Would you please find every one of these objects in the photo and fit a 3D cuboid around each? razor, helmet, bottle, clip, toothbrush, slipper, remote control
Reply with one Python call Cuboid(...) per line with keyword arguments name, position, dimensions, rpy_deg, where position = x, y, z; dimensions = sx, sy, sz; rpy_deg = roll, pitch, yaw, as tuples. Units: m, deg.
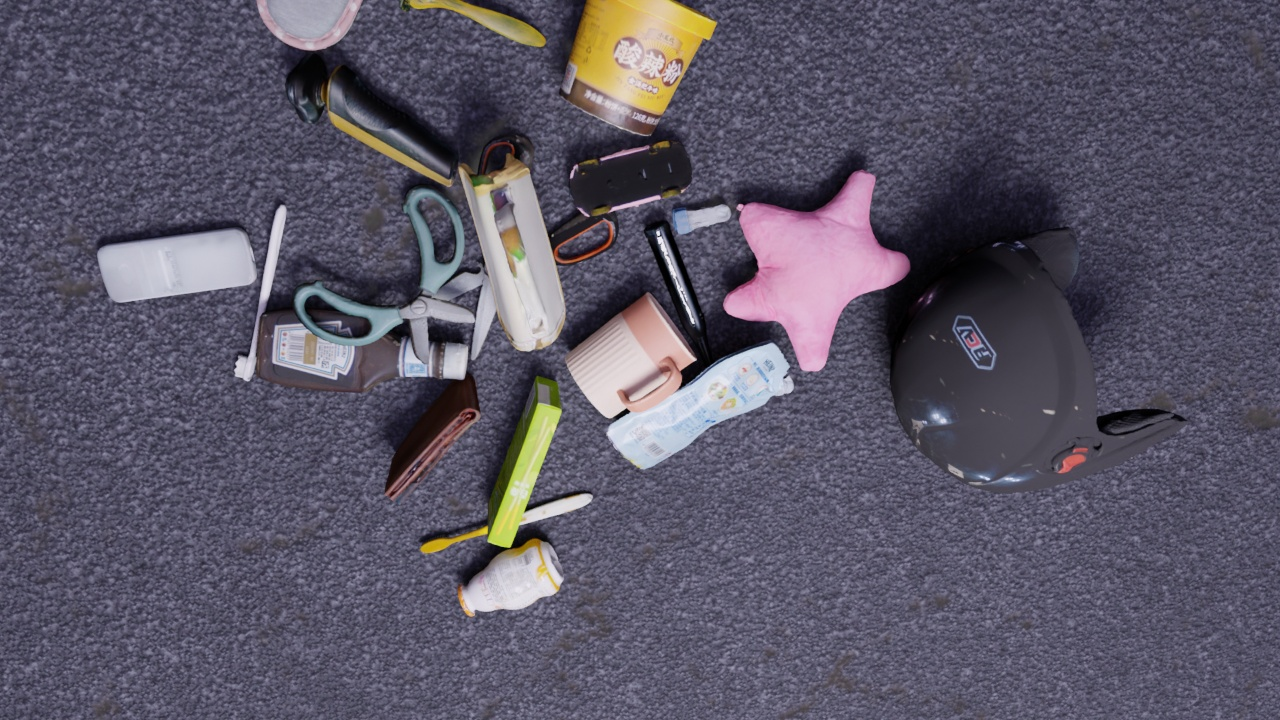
Cuboid(name="razor", position=(-0.148, -0.313, 0.829), dimensions=(0.132, 0.028, 0.043), rpy_deg=(19, 100, -14))
Cuboid(name="helmet", position=(0.351, 0.009, 0.872), dimensions=(0.231, 0.233, 0.274), rpy_deg=(-28, 150, 18))
Cuboid(name="bottle", position=(-0.268, -0.007, 0.893), dimensions=(0.195, 0.044, 0.080), rpy_deg=(5, 96, -7))
Cuboid(name="clip", position=(0.061, -0.142, 0.910), dimensions=(0.058, 0.036, 0.026), rpy_deg=(-10, 106, -4))
Cuboid(name="bottle", position=(-0.139, 0.235, 0.979), dimensions=(0.108, 0.063, 0.063), rpy_deg=(-24, 108, 0))
Cuboid(name="toothbrush", position=(-0.143, 0.173, 0.986), dimensions=(0.191, 0.018, 0.016), rpy_deg=(-17, 110, -4))
Cuboid(name="toothbrush", position=(0.054, -0.042, 0.937), dimensions=(0.027, 0.026, 0.213), rpy_deg=(-19, 112, 12))
Cuboid(name="toothbrush", position=(-0.366, -0.064, 0.884), dimensions=(0.016, 0.016, 0.180), rpy_deg=(17, 105, -6))
Cuboid(name="slipper", position=(-0.242, -0.393, 0.776), dimensions=(0.114, 0.054, 0.275), rpy_deg=(30, 102, -14))
Cuboid(name="remote control", position=(-0.435, -0.090, 0.864), dimensions=(0.136, 0.020, 0.056), rpy_deg=(-9, 109, -5))
Cuboid(name="razor", position=(-0.241, -0.213, 0.839), dimensions=(0.167, 0.062, 0.068), rpy_deg=(30, 131, -20))

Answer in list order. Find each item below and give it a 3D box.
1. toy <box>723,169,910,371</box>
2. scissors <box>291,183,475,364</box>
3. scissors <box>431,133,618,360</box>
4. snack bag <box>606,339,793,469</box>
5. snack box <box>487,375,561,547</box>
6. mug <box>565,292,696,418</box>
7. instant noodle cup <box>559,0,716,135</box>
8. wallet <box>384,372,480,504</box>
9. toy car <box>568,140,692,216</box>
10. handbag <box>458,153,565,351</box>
Cuboid(name="toy", position=(0.170, -0.104, 0.908), dimensions=(0.178, 0.074, 0.195), rpy_deg=(39, 96, -14))
Cuboid(name="scissors", position=(-0.237, -0.086, 0.866), dimensions=(0.171, 0.019, 0.170), rpy_deg=(8, 90, -6))
Cuboid(name="scissors", position=(-0.124, -0.108, 0.896), dimensions=(0.228, 0.021, 0.221), rpy_deg=(-4, 107, -6))
Cuboid(name="snack bag", position=(0.065, 0.046, 0.933), dimensions=(0.191, 0.038, 0.110), rpy_deg=(-31, 137, 12))
Cuboid(name="snack box", position=(-0.119, 0.101, 0.929), dimensions=(0.026, 0.085, 0.156), rpy_deg=(19, 103, -13))
Cuboid(name="mug", position=(-0.005, 0.005, 0.900), dimensions=(0.106, 0.114, 0.081), rpy_deg=(-36, 132, 7))
Cuboid(name="instant noodle cup", position=(-0.010, -0.272, 0.815), dimensions=(0.118, 0.118, 0.115), rpy_deg=(21, 111, -13))
Cuboid(name="wallet", position=(-0.202, 0.076, 0.902), dimensions=(0.032, 0.101, 0.124), rpy_deg=(39, 98, -18))
Cuboid(name="toy car", position=(-0.010, -0.175, 0.879), dimensions=(0.122, 0.037, 0.056), rpy_deg=(-16, 100, -9))
Cuboid(name="handbag", position=(-0.105, -0.091, 0.801), dimensions=(0.063, 0.178, 0.163), rpy_deg=(-17, 112, -9))
